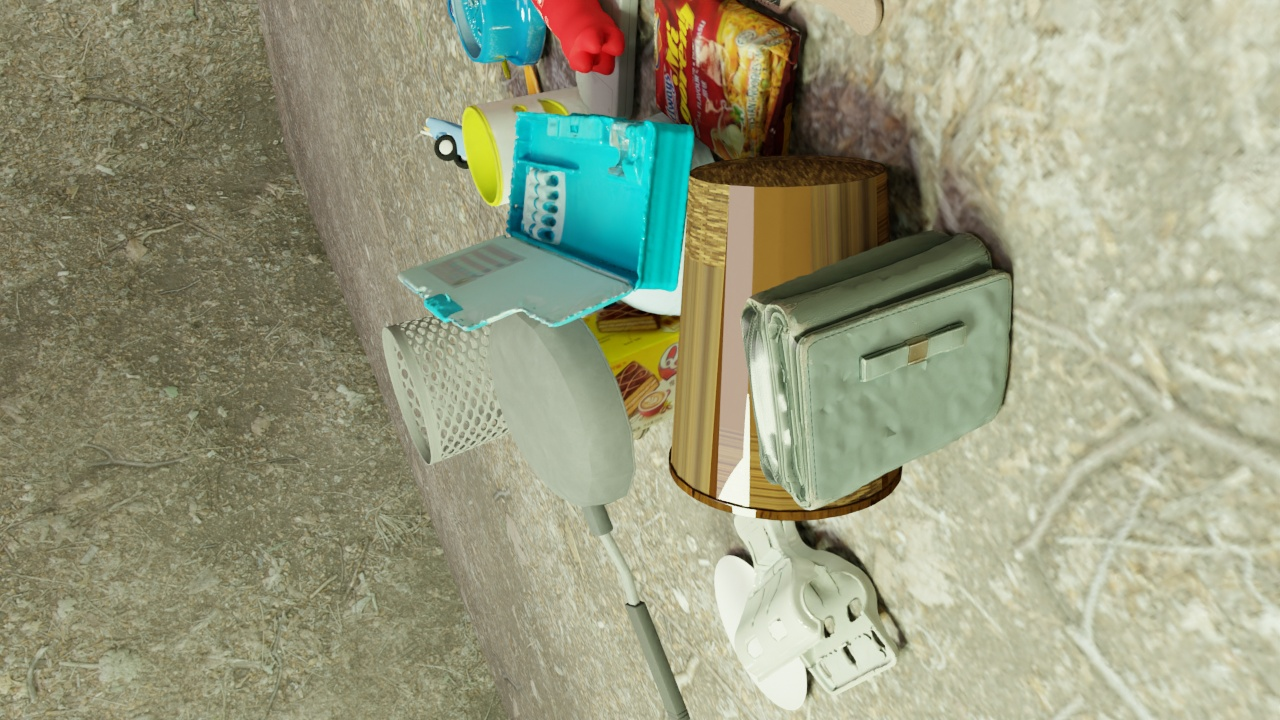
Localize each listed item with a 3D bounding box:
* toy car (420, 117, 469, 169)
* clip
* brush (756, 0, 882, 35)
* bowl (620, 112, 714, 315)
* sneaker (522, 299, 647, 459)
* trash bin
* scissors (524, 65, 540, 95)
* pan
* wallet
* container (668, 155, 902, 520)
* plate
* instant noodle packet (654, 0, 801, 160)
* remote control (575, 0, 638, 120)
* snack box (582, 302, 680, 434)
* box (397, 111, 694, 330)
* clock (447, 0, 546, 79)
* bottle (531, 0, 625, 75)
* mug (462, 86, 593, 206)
[{"bbox_3d":[-0.129,-0.192,0.853,0.055,0.153,0.056,-66,-10,7],"label":"toy car"},{"bbox_3d":[0.100,0.170,0.649,0.151,0.104,0.127,53,151,17],"label":"clip"},{"bbox_3d":[0.079,-0.204,0.486,0.135,0.015,0.050,52,152,40],"label":"brush"},{"bbox_3d":[-0.002,-0.099,0.660,0.151,0.074,0.150,167,90,-73],"label":"bowl"},{"bbox_3d":[-0.052,-0.002,0.819,0.095,0.119,0.235,57,151,33],"label":"sneaker"},{"bbox_3d":[-0.173,0.012,1.025,0.156,0.183,0.157,49,149,43],"label":"trash bin"},{"bbox_3d":[-0.093,-0.221,0.883,0.065,0.013,0.129,28,134,58],"label":"scissors"},{"bbox_3d":[-0.037,0.116,0.704,0.179,0.041,0.357,-14,98,65],"label":"pan"},{"bbox_3d":[0.110,0.002,0.423,0.054,0.131,0.100,17,124,59],"label":"wallet"},{"bbox_3d":[0.078,-0.019,0.498,0.132,0.132,0.167,33,131,57],"label":"container"},{"bbox_3d":[0.103,0.226,0.773,0.134,0.011,0.135,49,149,44],"label":"plate"},{"bbox_3d":[0.049,-0.171,0.555,0.135,0.039,0.099,50,157,41],"label":"instant noodle packet"},{"bbox_3d":[-0.025,-0.254,0.687,0.074,0.019,0.151,52,150,40],"label":"remote control"},{"bbox_3d":[-0.004,0.004,0.725,0.061,0.105,0.084,43,146,43],"label":"snack box"},{"bbox_3d":[-0.057,-0.080,0.584,0.084,0.171,0.227,36,177,-30],"label":"box"},{"bbox_3d":[-0.138,-0.335,0.835,0.161,0.060,0.117,56,154,36],"label":"clock"},{"bbox_3d":[-0.056,-0.264,0.667,0.141,0.041,0.042,61,156,25],"label":"bottle"},{"bbox_3d":[-0.086,-0.182,0.772,0.082,0.106,0.083,49,149,43],"label":"mug"}]
